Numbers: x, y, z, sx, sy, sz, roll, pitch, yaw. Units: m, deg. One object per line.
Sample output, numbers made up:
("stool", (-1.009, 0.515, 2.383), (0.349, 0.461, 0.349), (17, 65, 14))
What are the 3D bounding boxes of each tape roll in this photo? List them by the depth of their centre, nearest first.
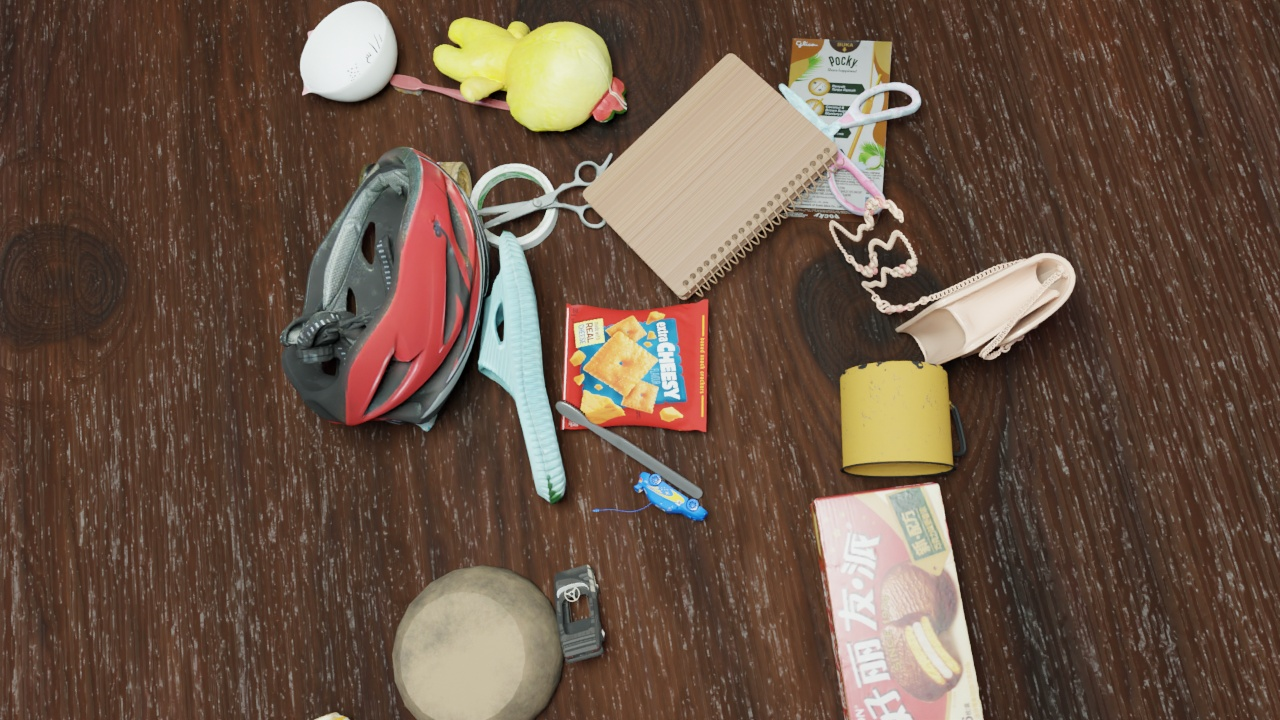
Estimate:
("tape roll", (-0.134, -0.162, 0.974), (0.094, 0.018, 0.093), (-2, 77, 7))

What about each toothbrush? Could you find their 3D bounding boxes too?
("toothbrush", (-0.011, 0.086, 0.890), (0.167, 0.013, 0.013), (33, 106, 0))
("toothbrush", (-0.187, -0.289, 1.013), (0.184, 0.016, 0.015), (14, 79, 7))

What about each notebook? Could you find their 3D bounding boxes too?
("notebook", (0.071, -0.182, 0.917), (0.210, 0.022, 0.169), (-43, 71, 3))

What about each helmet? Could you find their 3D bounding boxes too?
("helmet", (-0.237, -0.068, 0.877), (0.218, 0.166, 0.271), (0, 74, 50))

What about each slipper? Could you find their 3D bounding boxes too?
("slipper", (-0.123, 0.006, 0.889), (0.069, 0.116, 0.276), (-10, 80, -8))

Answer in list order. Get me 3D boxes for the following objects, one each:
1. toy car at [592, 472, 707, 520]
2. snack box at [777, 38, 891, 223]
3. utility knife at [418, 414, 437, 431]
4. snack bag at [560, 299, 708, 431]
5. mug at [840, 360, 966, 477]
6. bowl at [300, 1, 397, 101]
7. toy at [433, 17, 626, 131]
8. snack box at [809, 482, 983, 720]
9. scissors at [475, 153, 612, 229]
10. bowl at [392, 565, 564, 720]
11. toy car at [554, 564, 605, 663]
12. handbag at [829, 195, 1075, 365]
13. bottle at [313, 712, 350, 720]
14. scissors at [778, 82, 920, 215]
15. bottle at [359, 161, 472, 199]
("toy car", (0.010, 0.144, 0.877), (0.092, 0.033, 0.061), (33, 76, 13))
("snack box", (0.199, -0.237, 0.943), (0.101, 0.031, 0.185), (5, 78, 8))
("utility knife", (-0.269, 0.024, 0.951), (0.149, 0.015, 0.022), (34, 77, 15))
("snack bag", (-0.005, 0.006, 0.909), (0.144, 0.039, 0.130), (0, 79, 11))
("mug", (0.244, 0.055, 0.843), (0.123, 0.101, 0.094), (6, 75, -17))
("bowl", (-0.311, -0.330, 1.007), (0.115, 0.050, 0.114), (-9, 68, 22))
("toy", (-0.115, -0.310, 0.968), (0.208, 0.092, 0.133), (15, 66, 15))
("snack box", (0.227, 0.234, 0.820), (0.113, 0.060, 0.236), (-8, 76, 6))
("scissors", (-0.098, -0.175, 0.952), (0.159, 0.014, 0.120), (9, 77, -15))
("bowl", (-0.155, 0.273, 0.852), (0.162, 0.070, 0.162), (-1, 77, 6))
("toy car", (-0.058, 0.233, 0.853), (0.040, 0.037, 0.092), (-17, 43, 4))
("handbag", (0.279, -0.093, 0.817), (0.116, 0.199, 0.187), (-31, 84, -1))
("bottle", (-0.285, 0.385, 0.846), (0.063, 0.063, 0.108), (-24, 75, 1))
("scissors", (0.207, -0.228, 0.917), (0.175, 0.013, 0.170), (-37, 73, -1))
("bottle", (-0.236, -0.181, 0.970), (0.105, 0.056, 0.056), (0, 77, 7))
